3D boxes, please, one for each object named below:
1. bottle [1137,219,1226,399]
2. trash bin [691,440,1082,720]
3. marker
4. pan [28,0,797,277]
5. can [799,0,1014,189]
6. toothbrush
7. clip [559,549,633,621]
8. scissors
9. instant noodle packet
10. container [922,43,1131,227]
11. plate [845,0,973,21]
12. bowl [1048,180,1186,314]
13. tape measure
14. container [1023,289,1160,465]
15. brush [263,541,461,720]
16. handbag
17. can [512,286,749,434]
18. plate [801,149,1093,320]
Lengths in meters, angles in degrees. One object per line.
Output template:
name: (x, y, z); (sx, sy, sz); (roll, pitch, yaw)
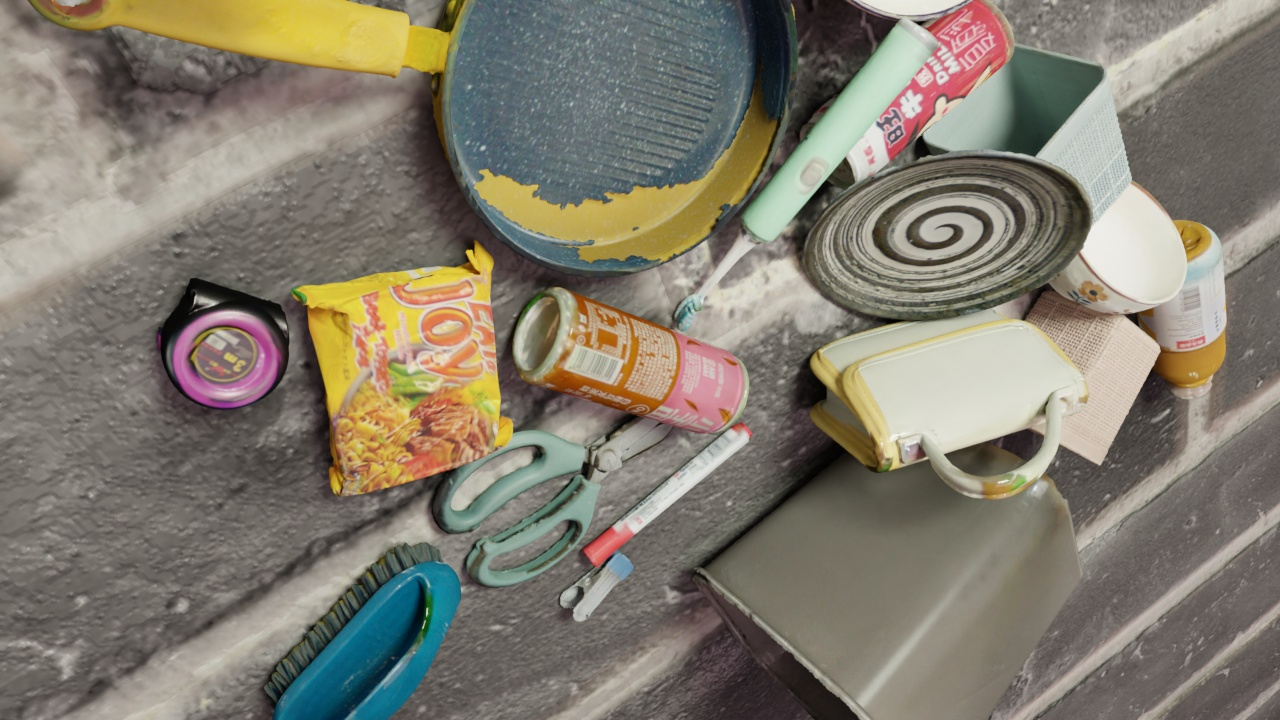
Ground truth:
bottle: (0.483, -0.038, 0.819); (0.068, 0.068, 0.189); (-39, 128, -7)
trash bin: (0.194, 0.172, 0.694); (0.219, 0.199, 0.199); (-44, 131, -13)
marker: (0.020, 0.093, 0.648); (0.145, 0.017, 0.017); (-38, 128, -8)
pan: (-0.070, -0.136, 0.423); (0.356, 0.078, 0.198); (4, 117, -32)
can: (0.164, -0.166, 0.570); (0.132, 0.053, 0.053); (-40, 128, -6)
toothbrush: (0.087, -0.101, 0.542); (0.026, 0.027, 0.225); (29, 119, -20)
clip: (-0.031, 0.159, 0.654); (0.057, 0.032, 0.025); (-45, 131, -11)
scissors: (-0.053, 0.068, 0.590); (0.180, 0.019, 0.143); (-39, 128, -5)
instant noodle packet: (-0.123, 0.005, 0.499); (0.110, 0.044, 0.129); (-16, 122, -28)
container: (0.268, -0.138, 0.626); (0.090, 0.090, 0.111); (-48, 131, 1)
plate: (0.140, -0.282, 0.490); (0.192, 0.039, 0.192); (-8, 109, -25)
bowl: (0.354, -0.083, 0.710); (0.113, 0.113, 0.062); (-14, 164, -24)
tape measure: (-0.203, -0.007, 0.447); (0.057, 0.039, 0.058); (17, 101, -36)
container: (0.354, 0.012, 0.760); (0.090, 0.090, 0.111); (23, 98, -37)
brush: (-0.162, 0.179, 0.550); (0.144, 0.073, 0.055); (-47, 133, -1)
handbag: (0.218, 0.027, 0.619); (0.163, 0.178, 0.063); (-15, 117, -12)
can: (-0.003, 0.003, 0.559); (0.147, 0.058, 0.058); (19, 104, -37)
plate: (0.197, -0.081, 0.599); (0.179, 0.024, 0.180); (2, 150, 1)
